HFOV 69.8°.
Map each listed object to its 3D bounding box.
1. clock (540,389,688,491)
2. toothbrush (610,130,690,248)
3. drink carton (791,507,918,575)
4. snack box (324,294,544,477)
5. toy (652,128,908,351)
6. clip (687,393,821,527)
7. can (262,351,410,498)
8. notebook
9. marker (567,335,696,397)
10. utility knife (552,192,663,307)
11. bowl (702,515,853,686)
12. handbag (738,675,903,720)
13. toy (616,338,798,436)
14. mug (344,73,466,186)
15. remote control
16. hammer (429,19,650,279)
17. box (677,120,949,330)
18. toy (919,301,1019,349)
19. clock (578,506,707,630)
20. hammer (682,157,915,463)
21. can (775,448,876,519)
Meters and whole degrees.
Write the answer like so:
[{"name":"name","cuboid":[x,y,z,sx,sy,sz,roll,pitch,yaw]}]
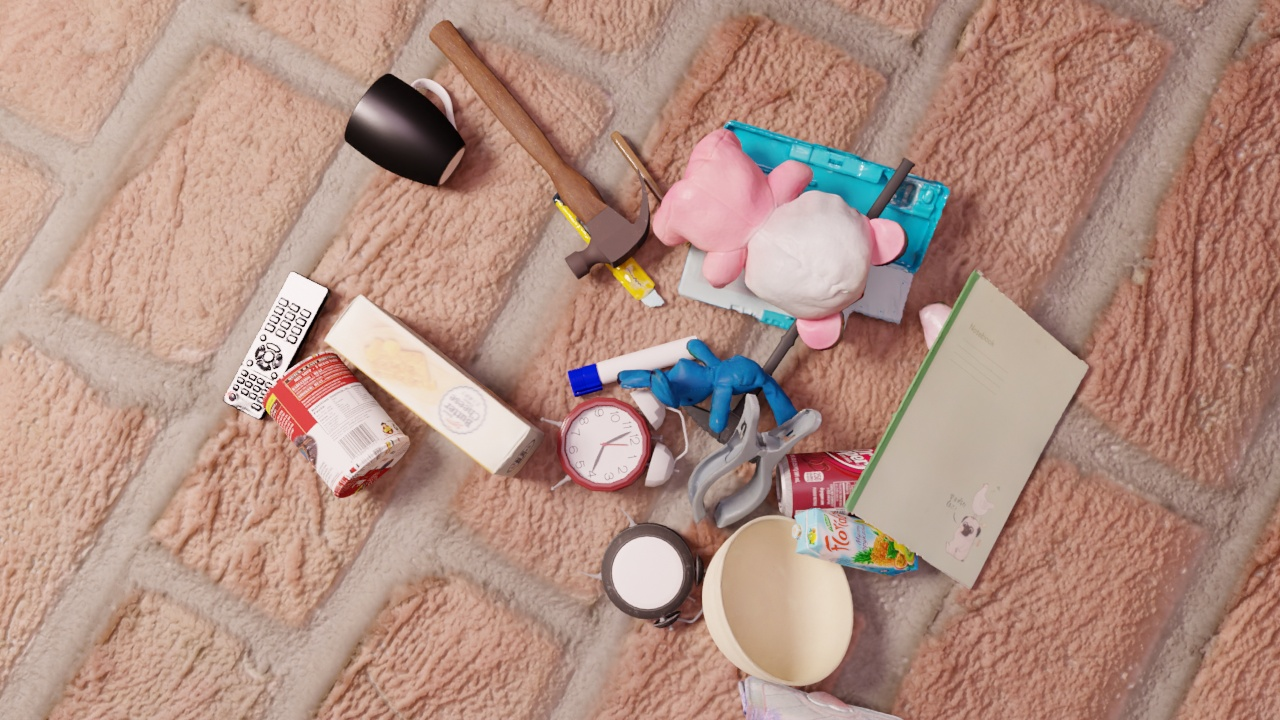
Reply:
[{"name":"clock","cuboid":[-0.023,0.080,0.898,0.137,0.048,0.096,-10,83,2]},{"name":"toothbrush","cuboid":[0.019,-0.169,0.945,0.016,0.016,0.167,-35,84,-4]},{"name":"drink carton","cuboid":[0.201,0.170,0.857,0.128,0.039,0.044,18,60,-24]},{"name":"snack box","cuboid":[-0.193,0.028,0.882,0.208,0.104,0.057,37,85,6]},{"name":"toy","cuboid":[0.123,-0.114,0.846,0.213,0.084,0.142,36,102,6]},{"name":"clip","cuboid":[0.082,0.093,0.845,0.107,0.028,0.164,15,126,-25]},{"name":"can","cuboid":[-0.294,0.062,0.889,0.086,0.086,0.116,-41,83,-4]},{"name":"notebook","cuboid":[0.312,0.069,0.867,0.182,0.010,0.252,33,84,-23]},{"name":"marker","cuboid":[-0.005,0.005,0.919,0.133,0.023,0.027,-16,79,0]},{"name":"utility knife","cuboid":[-0.032,-0.117,0.942,0.030,0.017,0.163,-41,86,7]},{"name":"bowl","cuboid":[0.115,0.226,0.851,0.150,0.076,0.150,14,62,-27]},{"name":"handbag","cuboid":[0.163,0.337,0.822,0.158,0.126,0.069,15,81,5]},{"name":"toy","cuboid":[0.067,0.026,0.855,0.176,0.112,0.071,11,106,-3]},{"name":"mug","cuboid":[-0.225,-0.237,0.936,0.100,0.085,0.118,35,55,-7]},{"name":"remote control","cuboid":[-0.368,-0.015,0.935,0.047,0.022,0.150,27,86,4]},{"name":"hammer","cuboid":[-0.110,-0.228,0.939,0.115,0.033,0.323,-39,79,-3]},{"name":"box","cuboid":[0.168,-0.121,0.915,0.227,0.056,0.185,17,101,0]},{"name":"toy","cuboid":[0.323,-0.011,0.899,0.099,0.052,0.096,0,95,1]},{"name":"clock","cuboid":[0.012,0.206,0.884,0.123,0.044,0.091,32,85,5]},{"name":"hammer","cuboid":[0.161,-0.058,0.891,0.095,0.015,0.325,34,98,5]},{"name":"can","cuboid":[0.190,0.118,0.879,0.114,0.063,0.063,-4,83,1]}]
